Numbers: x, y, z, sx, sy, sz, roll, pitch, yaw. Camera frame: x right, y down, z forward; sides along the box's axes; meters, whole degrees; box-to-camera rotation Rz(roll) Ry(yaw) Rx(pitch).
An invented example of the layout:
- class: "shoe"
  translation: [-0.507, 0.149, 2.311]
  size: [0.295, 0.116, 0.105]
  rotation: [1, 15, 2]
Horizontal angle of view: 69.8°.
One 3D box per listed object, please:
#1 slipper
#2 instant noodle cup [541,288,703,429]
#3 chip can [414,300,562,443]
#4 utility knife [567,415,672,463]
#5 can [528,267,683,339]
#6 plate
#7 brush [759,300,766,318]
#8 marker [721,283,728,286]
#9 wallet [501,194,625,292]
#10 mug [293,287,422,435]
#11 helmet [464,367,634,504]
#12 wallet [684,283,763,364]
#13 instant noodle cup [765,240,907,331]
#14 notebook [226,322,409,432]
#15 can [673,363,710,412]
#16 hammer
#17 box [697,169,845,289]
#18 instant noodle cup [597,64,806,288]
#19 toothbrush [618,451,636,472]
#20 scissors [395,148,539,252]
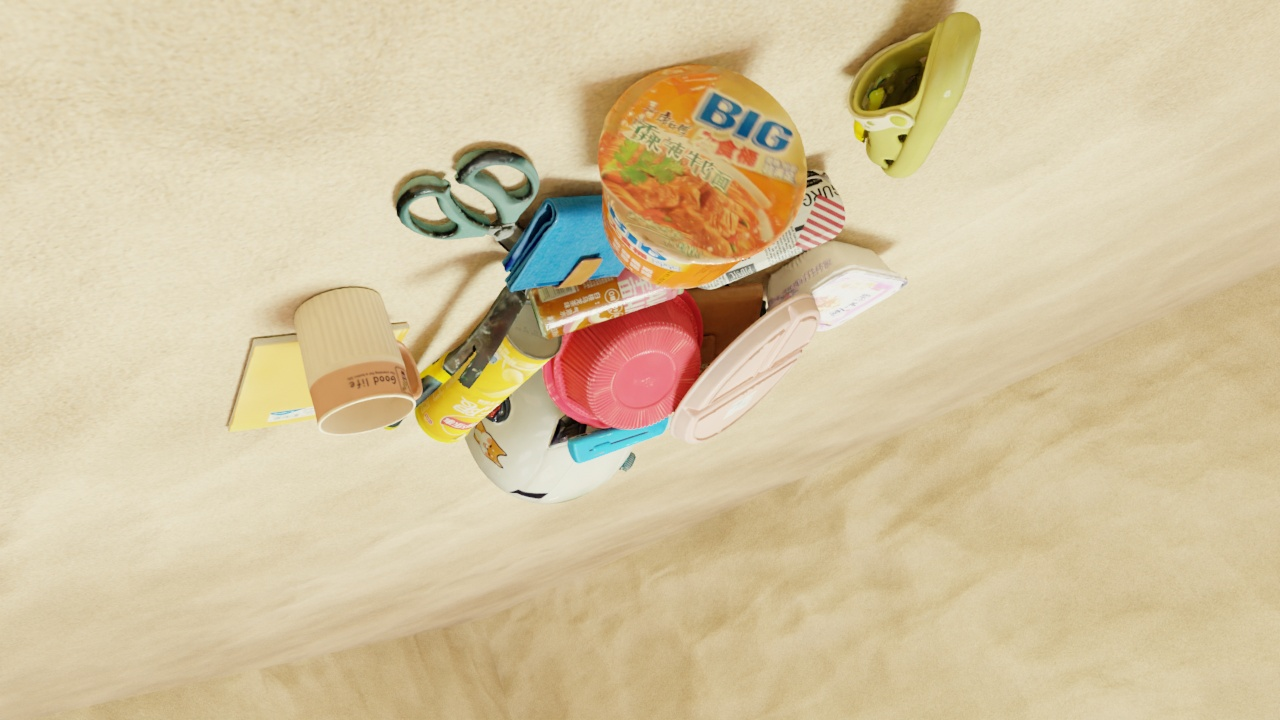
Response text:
- class: "slipper"
  translation: [0.210, -0.217, 0.735]
  size: [0.081, 0.091, 0.190]
  rotation: [19, 172, 4]
- class: "instant noodle cup"
  translation: [-0.006, 0.006, 0.997]
  size: [0.193, 0.066, 0.194]
  rotation: [-15, 128, -20]
- class: "chip can"
  translation: [-0.169, 0.016, 0.993]
  size: [0.072, 0.072, 0.214]
  rotation: [-4, 155, -42]
- class: "utility knife"
  translation: [-0.018, 0.088, 1.078]
  size: [0.159, 0.034, 0.018]
  rotation: [-14, -153, -37]
- class: "can"
  translation: [-0.035, -0.069, 0.908]
  size: [0.147, 0.058, 0.058]
  rotation: [-18, 162, -6]
- class: "plate"
  translation: [0.127, 0.016, 1.064]
  size: [0.229, 0.028, 0.230]
  rotation: [-39, 162, -16]
- class: "brush"
  translation: [0.104, -0.033, 1.147]
  size: [0.143, 0.073, 0.055]
  rotation: [-12, 172, -27]
- class: "marker"
  translation: [0.083, -0.093, 1.047]
  size: [0.018, 0.015, 0.124]
  rotation: [-21, 166, 15]
- class: "wallet"
  translation: [-0.048, -0.105, 0.803]
  size: [0.132, 0.040, 0.107]
  rotation: [-13, 155, -42]
- class: "mug"
  translation: [-0.242, 0.003, 0.810]
  size: [0.082, 0.105, 0.114]
  rotation: [-29, 161, 25]
- class: "helmet"
  translation: [-0.097, 0.091, 1.154]
  size: [0.229, 0.156, 0.275]
  rotation: [-5, 157, -42]
- class: "wallet"
  translation: [0.072, -0.040, 1.067]
  size: [0.131, 0.031, 0.108]
  rotation: [-4, 131, -8]
- class: "instant noodle cup"
  translation: [0.233, -0.095, 1.132]
  size: [0.138, 0.060, 0.173]
  rotation: [-33, 160, 35]
- class: "notebook"
  translation: [-0.329, 0.020, 0.926]
  size: [0.145, 0.010, 0.207]
  rotation: [-9, 159, -33]
- class: "can"
  translation: [0.063, 0.016, 1.184]
  size: [0.075, 0.111, 0.075]
  rotation: [-19, 162, -6]
- class: "hammer"
  translation: [-0.200, 0.009, 0.921]
  size: [0.032, 0.125, 0.324]
  rotation: [37, 143, -16]
- class: "box"
  translation: [0.115, -0.121, 0.878]
  size: [0.163, 0.087, 0.076]
  rotation: [-20, 148, 9]
- class: "instant noodle cup"
  translation: [0.036, -0.126, 0.691]
  size: [0.151, 0.151, 0.111]
  rotation: [-17, 171, -12]
- class: "toothbrush"
  translation: [0.012, 0.071, 1.239]
  size: [0.018, 0.191, 0.016]
  rotation: [36, 147, -15]
- class: "scissors"
  translation: [-0.140, -0.109, 0.738]
  size: [0.129, 0.019, 0.185]
  rotation: [-17, 161, -9]
